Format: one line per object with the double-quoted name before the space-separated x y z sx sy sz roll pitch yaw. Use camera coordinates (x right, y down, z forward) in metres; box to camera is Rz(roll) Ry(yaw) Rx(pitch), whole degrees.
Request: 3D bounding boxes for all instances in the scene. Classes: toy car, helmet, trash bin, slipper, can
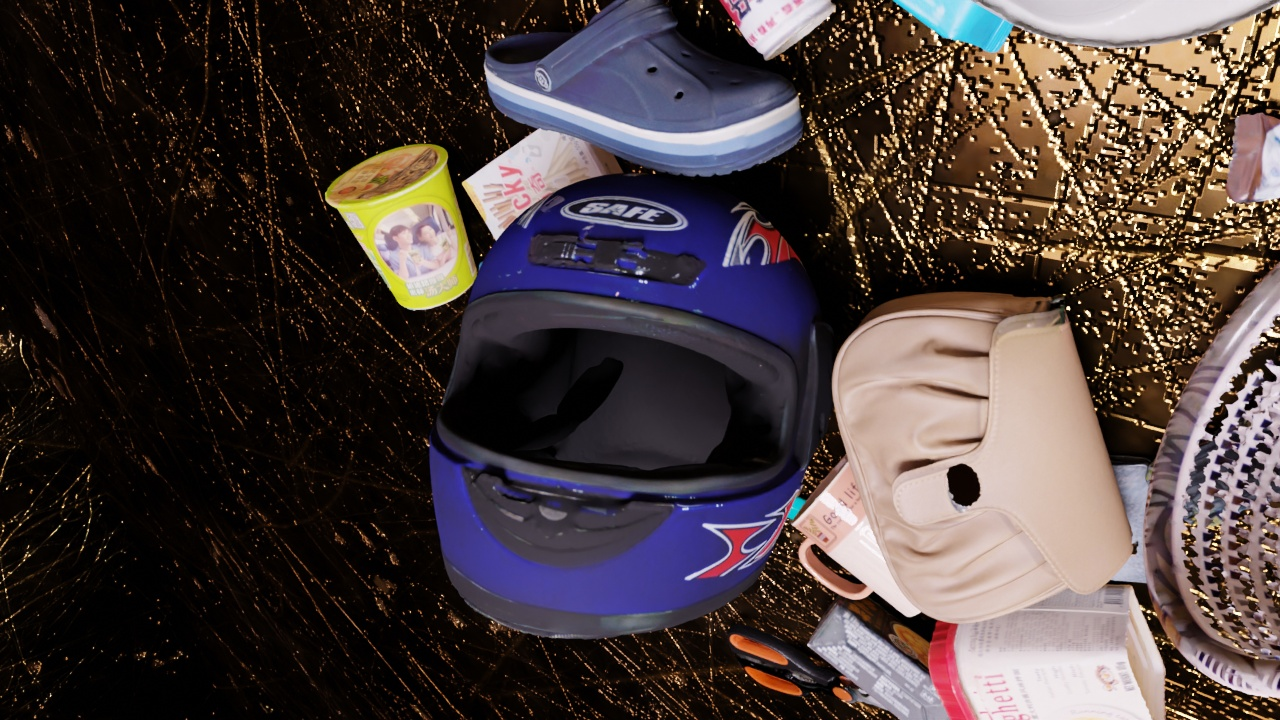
"toy car" 0.337 0.056 0.511 0.049 0.031 0.106 46 139 3
"helmet" -0.003 0.003 0.579 0.247 0.315 0.240 7 99 13
"trash bin" 0.359 0.062 0.366 0.192 0.226 0.228 24 136 3
"slipper" -0.003 -0.189 0.586 0.253 0.104 0.095 24 137 37
"can" 0.055 -0.243 0.527 0.133 0.053 0.053 55 140 -5

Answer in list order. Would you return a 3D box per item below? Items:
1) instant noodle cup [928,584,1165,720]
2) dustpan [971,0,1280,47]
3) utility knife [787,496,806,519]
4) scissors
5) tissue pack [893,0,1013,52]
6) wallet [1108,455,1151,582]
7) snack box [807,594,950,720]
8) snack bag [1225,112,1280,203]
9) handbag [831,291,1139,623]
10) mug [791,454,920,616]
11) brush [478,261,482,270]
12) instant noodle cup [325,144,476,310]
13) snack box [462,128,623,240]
"instant noodle cup" 0.280 0.210 0.629 0.124 0.116 0.116 -18 106 36
"dustpan" 0.175 -0.258 0.374 0.223 0.142 0.257 -55 49 24
"utility knife" 0.134 0.126 0.767 0.219 0.013 0.029 21 130 34
"scissors" 0.184 0.306 0.852 0.235 0.021 0.139 23 143 27
"tissue pack" 0.143 -0.227 0.449 0.140 0.063 0.090 40 134 11
"wallet" 0.284 0.105 0.611 0.121 0.019 0.097 -4 119 43
"snack box" 0.196 0.237 0.735 0.113 0.125 0.053 36 99 16
"snack bag" 0.327 -0.087 0.416 0.105 0.026 0.045 17 134 36
"handbag" 0.202 0.058 0.558 0.148 0.099 0.204 -17 99 24
"mug" 0.171 0.133 0.680 0.106 0.081 0.115 40 125 10
"brush" -0.021 0.023 0.787 0.315 0.060 0.110 27 118 18
"instant noodle cup" -0.207 -0.116 0.835 0.112 0.111 0.123 13 135 36
"snack box" -0.078 -0.139 0.752 0.157 0.026 0.085 -18 106 47
